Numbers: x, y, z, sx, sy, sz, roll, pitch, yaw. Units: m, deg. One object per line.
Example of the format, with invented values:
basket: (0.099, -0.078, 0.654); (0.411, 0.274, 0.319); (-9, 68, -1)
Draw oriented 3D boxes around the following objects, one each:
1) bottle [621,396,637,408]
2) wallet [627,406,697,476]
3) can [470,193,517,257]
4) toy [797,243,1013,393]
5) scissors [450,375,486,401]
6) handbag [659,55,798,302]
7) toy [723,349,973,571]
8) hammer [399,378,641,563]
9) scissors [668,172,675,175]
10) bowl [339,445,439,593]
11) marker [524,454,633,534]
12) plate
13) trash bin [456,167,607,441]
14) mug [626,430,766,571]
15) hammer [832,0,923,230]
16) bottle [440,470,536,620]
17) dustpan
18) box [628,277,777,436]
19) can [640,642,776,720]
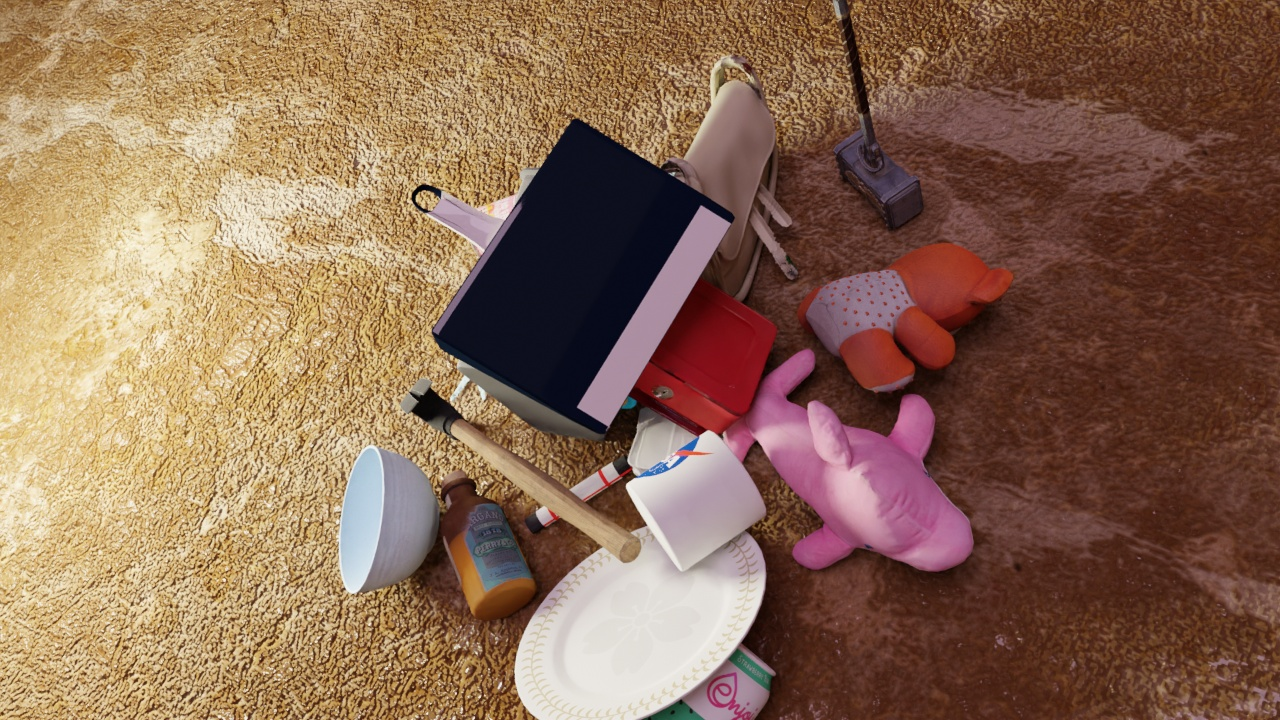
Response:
bottle: (-0.005, 0.005, 0.938); (0.051, 0.051, 0.145); (8, 49, 26)
wallet: (0.038, 0.065, 0.921); (0.086, 0.032, 0.116); (1, 55, 17)
can: (-0.162, -0.161, 1.108); (0.076, 0.067, 0.067); (-16, 59, 15)
toy: (0.247, -0.049, 0.859); (0.172, 0.093, 0.163); (-25, 30, -3)
scissors: (-0.182, -0.016, 1.078); (0.126, 0.015, 0.136); (-26, 63, 9)
handbag: (0.099, -0.179, 0.952); (0.132, 0.184, 0.228); (6, 50, 22)
toy: (0.171, 0.086, 0.807); (0.186, 0.128, 0.266); (-52, 47, -2)
hammer: (-0.123, 0.109, 0.917); (0.305, 0.132, 0.040); (30, 77, 30)
scissors: (0.032, -0.201, 1.010); (0.077, 0.174, 0.017); (-17, 104, 10)
bowl: (-0.257, 0.168, 0.959); (0.151, 0.074, 0.150); (-26, 59, 53)
marker: (-0.054, 0.131, 0.941); (0.145, 0.019, 0.019); (-33, 57, 4)
plate: (0.000, 0.226, 0.804); (0.243, 0.016, 0.242); (-24, 23, 11)
trash bin: (-0.077, -0.054, 0.945); (0.098, 0.192, 0.219); (6, 69, 25)
mug: (0.049, 0.128, 0.831); (0.090, 0.121, 0.091); (-32, 78, -9)
hammer: (0.202, -0.248, 0.847); (0.044, 0.322, 0.098); (-34, 57, 3)
bottle: (-0.165, 0.180, 0.934); (0.068, 0.068, 0.157); (-34, 57, 3)
dustpan: (-0.094, -0.096, 0.837); (0.273, 0.080, 0.236); (31, 77, 0)
box: (0.037, -0.013, 0.893); (0.158, 0.087, 0.129); (31, 53, -6)
can: (0.035, 0.307, 0.773); (0.088, 0.088, 0.165); (34, 81, 32)
